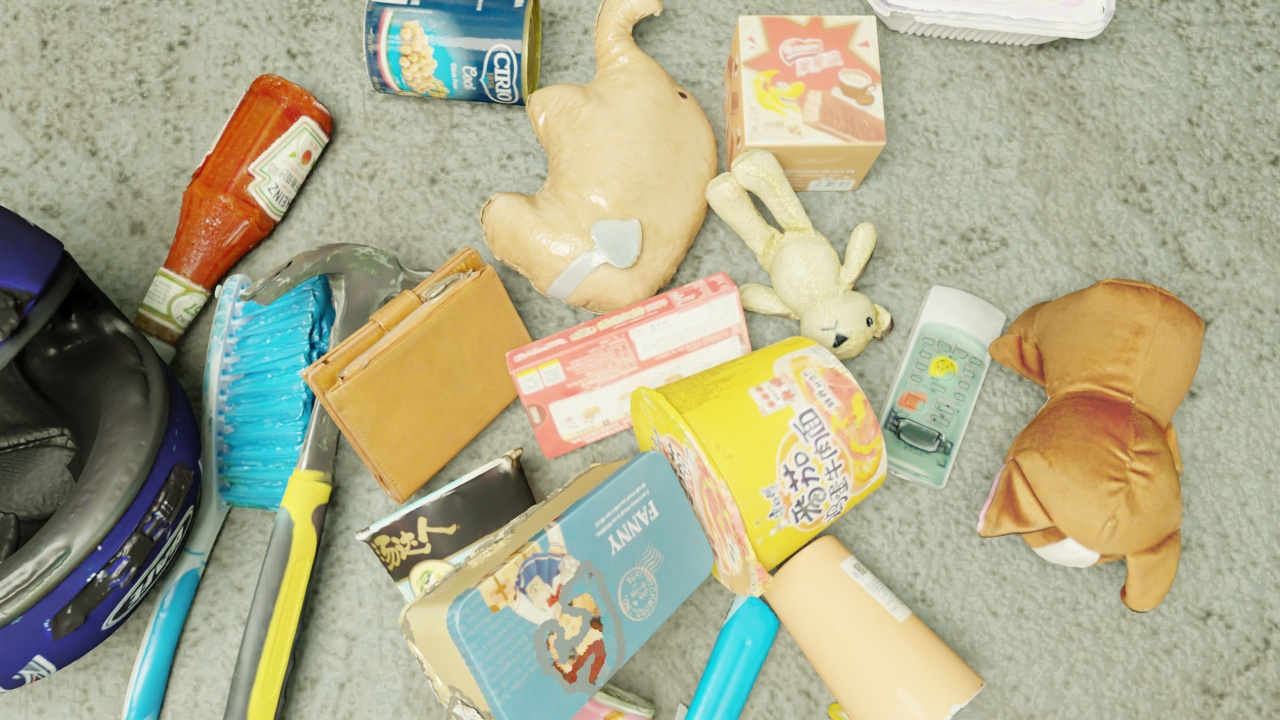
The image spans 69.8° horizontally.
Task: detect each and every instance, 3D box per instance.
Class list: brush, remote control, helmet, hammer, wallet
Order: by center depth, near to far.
[{"bbox_3d":[-0.350,0.053,0.462,0.240,0.316,0.246,48,51,-34],"label":"helmet"},{"bbox_3d":[-0.202,0.087,0.544,0.032,0.126,0.323,9,84,39],"label":"hammer"},{"bbox_3d":[-0.126,0.008,0.564,0.031,0.108,0.131,16,51,43],"label":"wallet"},{"bbox_3d":[-0.256,0.092,0.581,0.109,0.060,0.314,1,81,4],"label":"brush"},{"bbox_3d":[0.200,0.016,0.623,0.056,0.019,0.135,24,79,3],"label":"remote control"}]

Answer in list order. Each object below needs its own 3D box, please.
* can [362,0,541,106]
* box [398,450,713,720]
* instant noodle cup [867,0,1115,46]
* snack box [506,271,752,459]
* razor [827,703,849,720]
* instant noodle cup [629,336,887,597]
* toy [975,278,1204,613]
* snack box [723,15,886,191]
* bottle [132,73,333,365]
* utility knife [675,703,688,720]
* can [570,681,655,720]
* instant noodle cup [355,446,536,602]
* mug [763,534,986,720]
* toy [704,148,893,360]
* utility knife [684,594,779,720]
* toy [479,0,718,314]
[{"bbox_3d":[-0.128,-0.217,0.630,0.111,0.075,0.075,5,79,-1],"label":"can"},{"bbox_3d":[-0.035,0.121,0.501,0.183,0.062,0.090,-36,104,-41],"label":"box"},{"bbox_3d":[0.244,-0.291,0.665,0.173,0.060,0.138,5,79,0],"label":"instant noodle cup"},{"bbox_3d":[-0.004,0.003,0.594,0.153,0.075,0.025,-21,36,-5],"label":"snack box"},{"bbox_3d":[0.183,0.241,0.576,0.132,0.028,0.043,18,82,4],"label":"razor"},{"bbox_3d":[0.073,0.056,0.559,0.109,0.138,0.138,-26,81,-15],"label":"instant noodle cup"},{"bbox_3d":[0.278,0.047,0.573,0.140,0.131,0.199,19,58,4],"label":"toy"},{"bbox_3d":[0.109,-0.174,0.628,0.093,0.077,0.094,-1,78,-2],"label":"snack box"},{"bbox_3d":[-0.278,-0.092,0.610,0.060,0.060,0.206,26,79,3],"label":"bottle"},{"bbox_3d":[0.080,0.276,0.570,0.164,0.015,0.033,42,73,7],"label":"utility knife"},{"bbox_3d":[-0.042,0.268,0.546,0.058,0.058,0.147,22,79,2],"label":"can"},{"bbox_3d":[-0.093,0.130,0.552,0.111,0.111,0.120,-28,88,-7],"label":"instant noodle cup"},{"bbox_3d":[0.135,0.169,0.553,0.078,0.078,0.122,-36,65,-8],"label":"mug"},{"bbox_3d":[0.102,-0.065,0.599,0.105,0.066,0.157,-32,105,20],"label":"toy"},{"bbox_3d":[0.026,0.251,0.551,0.034,0.018,0.236,28,68,1],"label":"utility knife"},{"bbox_3d":[-0.012,-0.140,0.616,0.143,0.083,0.225,24,75,-16],"label":"toy"}]
